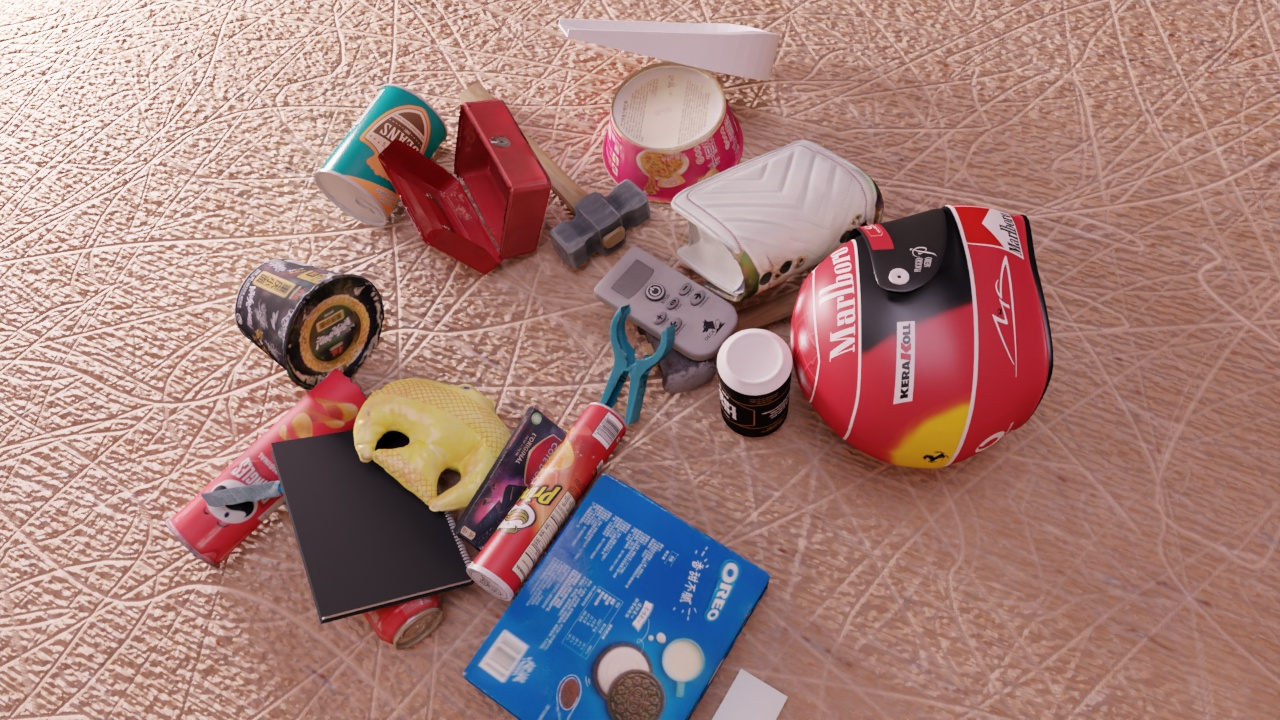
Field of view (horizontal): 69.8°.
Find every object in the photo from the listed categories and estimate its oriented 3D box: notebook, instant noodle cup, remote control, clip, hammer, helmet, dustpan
[{"bbox_3d":[-0.267,0.151,0.913,0.148,0.016,0.206,-8,49,-31],"label":"notebook"},{"bbox_3d":[0.036,-0.287,1.117,0.179,0.078,0.178,-3,63,6],"label":"instant noodle cup"},{"bbox_3d":[0.029,-0.061,0.978,0.151,0.019,0.074,33,69,19],"label":"remote control"},{"bbox_3d":[0.009,0.008,0.956,0.121,0.031,0.130,3,104,26],"label":"clip"},{"bbox_3d":[-0.126,-0.247,1.138,0.117,0.051,0.323,-36,62,-13],"label":"hammer"},{"bbox_3d":[0.260,-0.029,0.894,0.225,0.198,0.270,2,60,3],"label":"helmet"},{"bbox_3d":[0.038,-0.395,1.107,0.257,0.053,0.191,9,22,-12],"label":"dustpan"},{"bbox_3d":[0.157,-0.059,1.010,0.328,0.052,0.098,-20,63,-7],"label":"hammer"},{"bbox_3d":[0.077,0.353,0.825,0.049,0.024,0.143,27,70,19],"label":"remote control"},{"bbox_3d":[-0.377,-0.050,1.032,0.112,0.137,0.137,24,69,27],"label":"instant noodle cup"}]

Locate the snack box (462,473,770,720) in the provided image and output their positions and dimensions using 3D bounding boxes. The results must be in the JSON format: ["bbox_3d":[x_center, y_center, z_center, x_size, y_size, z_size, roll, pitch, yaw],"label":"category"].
[{"bbox_3d":[-0.019,0.254,0.870,0.195,0.056,0.238,29,70,19],"label":"snack box"}]

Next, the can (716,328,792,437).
[{"bbox_3d":[0.115,0.026,0.923,0.072,0.129,0.071,-3,63,6],"label":"can"}]

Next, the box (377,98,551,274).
[{"bbox_3d":[-0.182,-0.208,1.074,0.156,0.147,0.157,-37,64,9],"label":"box"}]

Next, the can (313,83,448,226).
[{"bbox_3d":[-0.319,-0.253,1.134,0.099,0.099,0.143,22,69,17],"label":"can"}]

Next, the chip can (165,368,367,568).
[{"bbox_3d":[-0.386,0.110,0.979,0.073,0.073,0.232,37,73,22],"label":"chip can"}]

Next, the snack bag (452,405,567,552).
[{"bbox_3d":[-0.126,0.128,0.940,0.018,0.074,0.155,5,59,50],"label":"snack bag"}]

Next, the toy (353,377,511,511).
[{"bbox_3d":[-0.210,0.077,0.962,0.170,0.065,0.154,34,47,3],"label":"toy"}]

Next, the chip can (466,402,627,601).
[{"bbox_3d":[-0.089,0.136,0.918,0.052,0.052,0.214,25,59,18],"label":"chip can"}]

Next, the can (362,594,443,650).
[{"bbox_3d":[-0.268,0.206,0.918,0.067,0.067,0.170,-40,65,-13],"label":"can"}]

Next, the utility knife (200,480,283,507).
[{"bbox_3d":[-0.334,0.124,0.954,0.224,0.015,0.031,-7,69,-24],"label":"utility knife"}]

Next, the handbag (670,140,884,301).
[{"bbox_3d":[0.149,-0.149,1.003,0.198,0.096,0.142,-26,47,-20],"label":"handbag"}]
